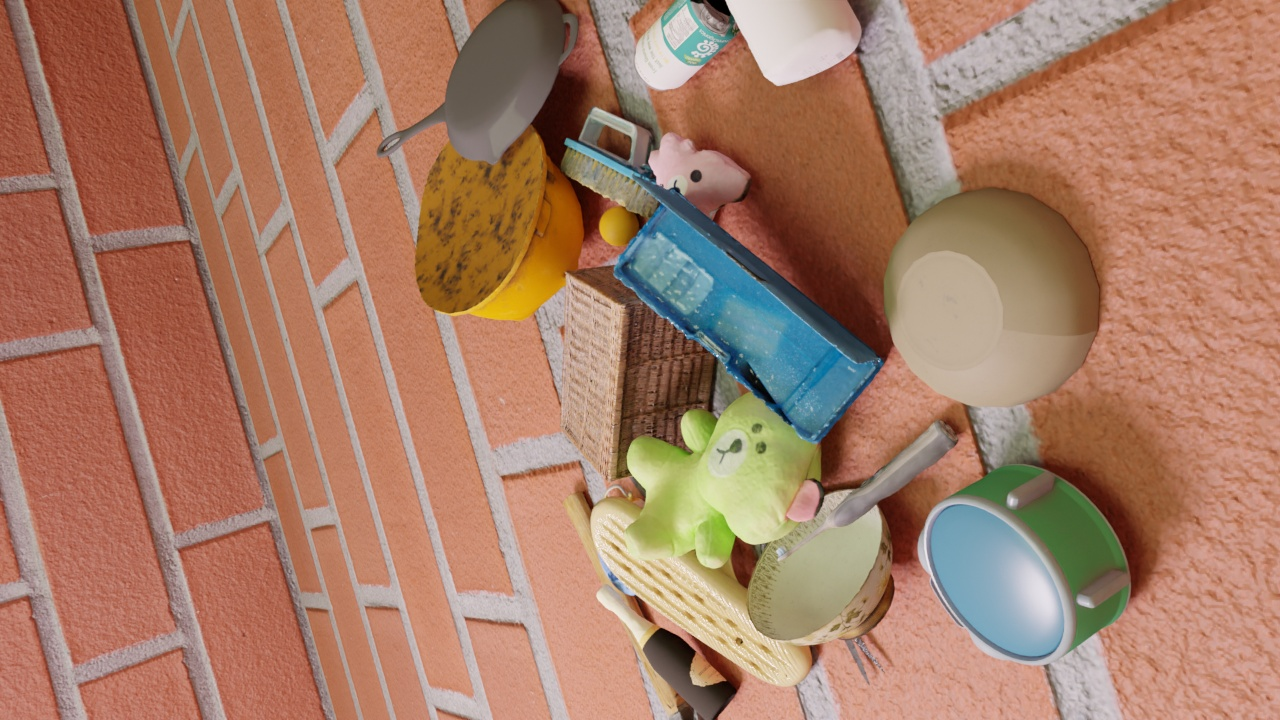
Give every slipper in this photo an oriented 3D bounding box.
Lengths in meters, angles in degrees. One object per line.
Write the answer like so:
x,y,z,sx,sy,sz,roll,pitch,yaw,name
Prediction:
0.066,0.219,0.919,0.261,0.079,0.112,35,135,19,slipper

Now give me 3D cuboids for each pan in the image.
-0.201,-0.297,1.023,0.356,0.024,0.216,-15,64,40,pan

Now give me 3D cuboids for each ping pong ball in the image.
-0.022,-0.136,0.930,0.040,0.040,0.040,25,122,48,ping pong ball

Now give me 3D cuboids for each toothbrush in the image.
0.012,0.151,1.018,0.167,0.013,0.013,38,131,38,toothbrush
0.173,0.110,0.723,0.186,0.022,0.024,-47,68,30,toothbrush

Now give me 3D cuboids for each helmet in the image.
-0.137,-0.139,1.005,0.206,0.131,0.255,-36,48,25,helmet

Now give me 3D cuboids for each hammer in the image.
-0.009,0.305,1.090,0.330,0.033,0.133,61,144,20,hammer

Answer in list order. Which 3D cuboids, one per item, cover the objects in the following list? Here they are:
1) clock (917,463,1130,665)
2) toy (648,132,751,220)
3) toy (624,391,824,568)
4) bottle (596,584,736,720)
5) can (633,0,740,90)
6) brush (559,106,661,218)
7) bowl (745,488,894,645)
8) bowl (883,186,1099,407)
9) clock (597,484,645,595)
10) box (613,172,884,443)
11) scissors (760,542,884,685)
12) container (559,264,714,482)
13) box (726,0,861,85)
0.254,0.145,0.635,0.122,0.075,0.162,59,154,20,clock
0.044,-0.159,0.816,0.096,0.052,0.099,51,136,8,toy
0.082,0.105,0.811,0.197,0.107,0.150,-16,59,26,toy
0.022,0.312,1.002,0.184,0.045,0.045,39,133,23,bottle
0.039,-0.275,0.782,0.102,0.054,0.055,-27,80,54,can
-0.015,-0.192,0.893,0.136,0.055,0.075,37,108,41,brush
0.161,0.181,0.753,0.063,0.144,0.146,40,149,-17,bowl
0.223,-0.038,0.621,0.152,0.050,0.152,25,122,48,bowl
-0.013,0.201,1.036,0.089,0.051,0.125,-33,76,54,clock
0.069,-0.040,0.720,0.231,0.112,0.094,43,104,18,box
0.161,0.212,0.834,0.150,0.012,0.165,-3,101,55,scissors
-0.006,0.005,0.899,0.113,0.113,0.199,36,128,48,container
0.074,-0.264,0.680,0.137,0.084,0.147,-26,85,26,box
